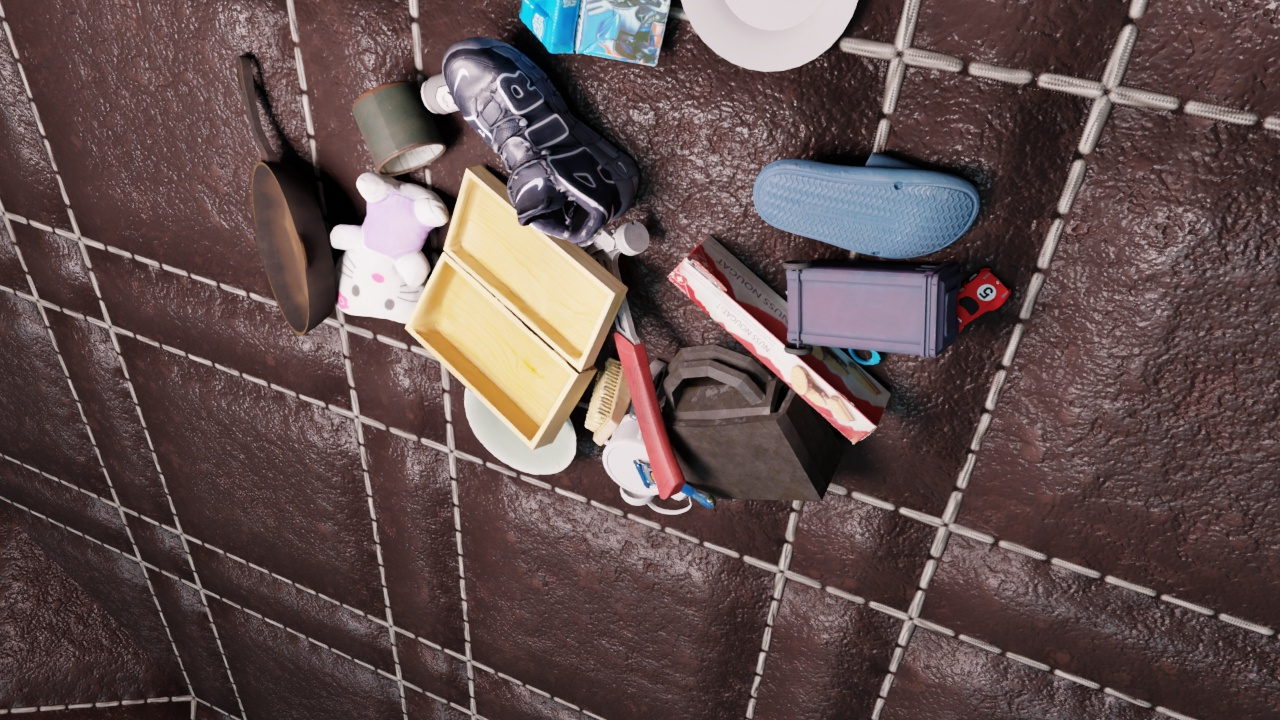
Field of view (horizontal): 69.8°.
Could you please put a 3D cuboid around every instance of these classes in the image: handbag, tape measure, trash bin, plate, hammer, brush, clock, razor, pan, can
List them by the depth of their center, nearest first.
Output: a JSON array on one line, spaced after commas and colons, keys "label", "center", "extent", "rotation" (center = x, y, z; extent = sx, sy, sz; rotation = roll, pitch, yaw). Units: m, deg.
[{"label": "plate", "center": [0.116, -0.352, 0.834], "extent": [0.173, 0.019, 0.173], "rotation": [14, 128, 19]}, {"label": "trash bin", "center": [0.231, -0.055, 0.918], "extent": [0.161, 0.092, 0.094], "rotation": [7, 108, 33]}, {"label": "can", "center": [-0.191, -0.304, 1.017], "extent": [0.107, 0.043, 0.044], "rotation": [-5, 119, 31]}, {"label": "hammer", "center": [-0.006, 0.006, 1.064], "extent": [0.126, 0.036, 0.315], "rotation": [-12, 94, 53]}, {"label": "handbag", "center": [0.108, 0.061, 1.073], "extent": [0.198, 0.102, 0.199], "rotation": [-5, 127, 40]}, {"label": "razor", "center": [0.045, 0.155, 1.127], "extent": [0.141, 0.018, 0.044], "rotation": [16, 137, 49]}, {"label": "brush", "center": [-0.038, 0.046, 1.131], "extent": [0.039, 0.116, 0.049], "rotation": [26, 135, -16]}, {"label": "tape measure", "center": [0.009, 0.035, 1.135], "extent": [0.017, 0.064, 0.065], "rotation": [25, 126, 11]}, {"label": "pan", "center": [-0.463, -0.211, 1.191], "extent": [0.249, 0.043, 0.356], "rotation": [12, 114, 55]}, {"label": "clock", "center": [0.014, 0.140, 1.213], "extent": [0.120, 0.060, 0.159], "rotation": [-14, 119, 35]}]

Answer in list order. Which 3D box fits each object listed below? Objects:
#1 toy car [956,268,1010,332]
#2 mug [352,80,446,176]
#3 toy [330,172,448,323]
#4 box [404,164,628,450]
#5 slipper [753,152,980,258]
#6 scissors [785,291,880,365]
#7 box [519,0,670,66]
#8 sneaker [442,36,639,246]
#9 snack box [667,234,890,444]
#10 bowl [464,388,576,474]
[{"label": "toy car", "center": [0.326, -0.053, 0.927], "extent": [0.038, 0.025, 0.090], "rotation": [43, 131, -5]}, {"label": "mug", "center": [-0.281, -0.266, 1.067], "extent": [0.081, 0.085, 0.111], "rotation": [67, 169, -1]}, {"label": "toy", "center": [-0.324, -0.140, 1.174], "extent": [0.137, 0.085, 0.210], "rotation": [20, 125, -9]}, {"label": "box", "center": [-0.155, -0.061, 1.109], "extent": [0.247, 0.076, 0.258], "rotation": [40, 128, 18]}, {"label": "slipper", "center": [0.217, -0.155, 0.896], "extent": [0.214, 0.059, 0.104], "rotation": [8, 136, 9]}, {"label": "scissors", "center": [0.217, -0.050, 1.000], "extent": [0.134, 0.016, 0.073], "rotation": [38, 136, 7]}, {"label": "box", "center": [-0.044, -0.402, 0.839], "extent": [0.167, 0.075, 0.244], "rotation": [29, 132, 18]}, {"label": "sneaker", "center": [-0.118, -0.208, 0.947], "extent": [0.252, 0.150, 0.097], "rotation": [40, 129, -22]}, {"label": "snack box", "center": [0.154, -0.026, 1.000], "extent": [0.273, 0.076, 0.044], "rotation": [42, 129, 0]}, {"label": "bowl", "center": [-0.148, 0.067, 1.239], "extent": [0.174, 0.067, 0.174], "rotation": [15, 127, 21]}]
